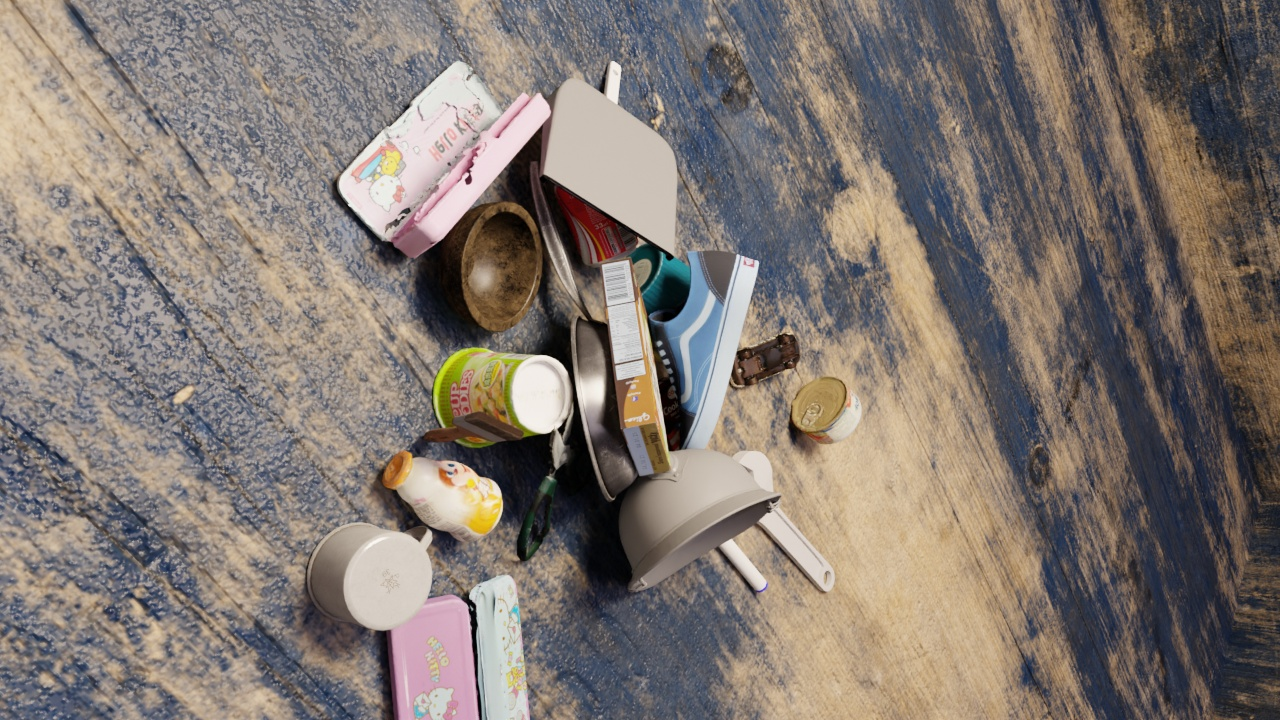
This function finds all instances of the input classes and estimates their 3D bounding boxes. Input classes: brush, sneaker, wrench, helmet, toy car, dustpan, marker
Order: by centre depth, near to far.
[{"bbox_3d":[-0.155,0.062,0.798,0.045,0.143,0.008,29,65,-29],"label":"brush"},{"bbox_3d":[0.041,0.148,0.964,0.183,0.271,0.117,-29,74,-9],"label":"helmet"},{"bbox_3d":[-0.029,-0.235,0.965,0.163,0.033,0.257,28,49,-31],"label":"dustpan"},{"bbox_3d":[0.052,-0.008,0.990,0.083,0.098,0.242,-69,172,-64],"label":"sneaker"},{"bbox_3d":[0.115,0.236,1.129,0.141,0.020,0.020,52,54,-28],"label":"marker"},{"bbox_3d":[0.155,-0.001,1.179,0.112,0.041,0.048,-20,101,-25],"label":"toy car"},{"bbox_3d":[0.191,0.216,1.208,0.273,0.018,0.086,47,55,-32],"label":"wrench"}]

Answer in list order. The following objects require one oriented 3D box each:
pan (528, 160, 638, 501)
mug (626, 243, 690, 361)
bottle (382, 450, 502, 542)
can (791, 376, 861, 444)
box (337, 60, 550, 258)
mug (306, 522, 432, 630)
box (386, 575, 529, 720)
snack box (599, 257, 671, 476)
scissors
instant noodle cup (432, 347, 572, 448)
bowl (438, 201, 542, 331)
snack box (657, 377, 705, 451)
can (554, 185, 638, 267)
[{"bbox_3d":[-0.057,-0.036,0.925,0.187,0.055,0.356,50,30,-82],"label":"pan"},{"bbox_3d":[0.026,-0.058,1.025,0.107,0.083,0.113,34,68,-37],"label":"mug"},{"bbox_3d":[-0.178,0.120,0.828,0.109,0.063,0.063,37,62,-35],"label":"bottle"},{"bbox_3d":[0.248,0.067,1.226,0.043,0.086,0.086,40,61,-36],"label":"can"},{"bbox_3d":[-0.181,-0.197,0.844,0.102,0.087,0.201,44,58,-18],"label":"box"},{"bbox_3d":[-0.217,0.175,0.780,0.112,0.071,0.084,-33,109,-39],"label":"mug"},{"bbox_3d":[-0.157,0.316,0.846,0.149,0.049,0.214,-6,91,-47],"label":"box"},{"bbox_3d":[-0.005,0.005,0.890,0.101,0.032,0.185,72,8,-57],"label":"snack box"},{"bbox_3d":[-0.088,0.121,0.871,0.146,0.015,0.210,-54,163,-20],"label":"scissors"},{"bbox_3d":[-0.124,0.033,0.856,0.098,0.108,0.099,4,84,-43],"label":"instant noodle cup"},{"bbox_3d":[-0.151,-0.091,0.869,0.121,0.056,0.121,-29,124,-55],"label":"bowl"},{"bbox_3d":[0.042,0.094,1.062,0.050,0.032,0.141,-30,107,-41],"label":"snack box"},{"bbox_3d":[-0.048,-0.157,0.974,0.064,0.064,0.105,-37,111,-40],"label":"can"}]
